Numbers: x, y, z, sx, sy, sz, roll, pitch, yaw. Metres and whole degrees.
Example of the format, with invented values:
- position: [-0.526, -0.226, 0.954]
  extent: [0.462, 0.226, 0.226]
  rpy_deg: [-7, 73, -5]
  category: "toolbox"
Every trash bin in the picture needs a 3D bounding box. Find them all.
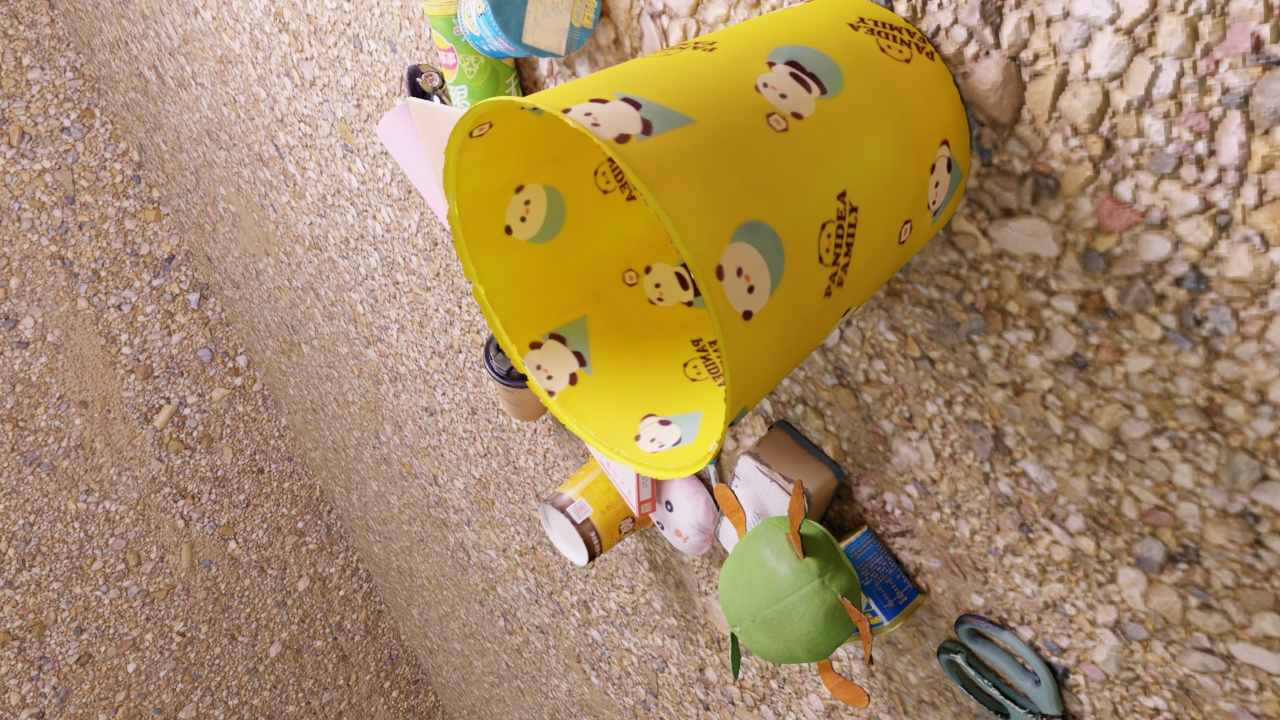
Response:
- position: [0.051, -0.092, 0.562]
  extent: [0.230, 0.254, 0.230]
  rpy_deg: [36, 145, 31]
  category: "trash bin"

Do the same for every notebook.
- position: [-0.172, -0.158, 0.931]
  extent: [0.148, 0.008, 0.208]
  rpy_deg: [29, 141, 49]
  category: "notebook"

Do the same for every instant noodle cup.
- position: [-0.053, 0.181, 1.130]
  extent: [0.118, 0.114, 0.119]
  rpy_deg: [36, 144, 31]
  category: "instant noodle cup"
- position: [-0.101, -0.294, 0.759]
  extent: [0.110, 0.099, 0.099]
  rpy_deg: [18, 134, 60]
  category: "instant noodle cup"

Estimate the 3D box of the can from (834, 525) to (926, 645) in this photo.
- position: [0.198, 0.206, 0.845]
  extent: [0.083, 0.057, 0.102]
  rpy_deg: [54, 150, 9]
  category: "can"

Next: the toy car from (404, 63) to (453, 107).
- position: [-0.199, -0.253, 0.985]
  extent: [0.158, 0.042, 0.070]
  rpy_deg: [52, 150, 5]
  category: "toy car"

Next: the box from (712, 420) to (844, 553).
- position: [0.128, 0.137, 0.878]
  extent: [0.090, 0.060, 0.185]
  rpy_deg: [42, 146, 22]
  category: "box"

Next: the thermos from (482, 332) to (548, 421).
- position: [-0.144, 0.017, 1.132]
  extent: [0.093, 0.092, 0.143]
  rpy_deg: [44, 155, 20]
  category: "thermos"

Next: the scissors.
- position: [0.329, 0.277, 0.760]
  extent: [0.180, 0.019, 0.144]
  rpy_deg: [33, 143, 38]
  category: "scissors"

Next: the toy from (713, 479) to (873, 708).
- position: [0.130, 0.203, 0.801]
  extent: [0.227, 0.089, 0.247]
  rpy_deg: [60, 156, 16]
  category: "toy"

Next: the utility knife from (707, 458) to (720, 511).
- position: [0.065, 0.078, 0.951]
  extent: [0.034, 0.018, 0.218]
  rpy_deg: [36, 147, 52]
  category: "utility knife"

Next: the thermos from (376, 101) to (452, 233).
- position: [-0.215, -0.198, 1.050]
  extent: [0.198, 0.067, 0.087]
  rpy_deg: [51, -178, 5]
  category: "thermos"

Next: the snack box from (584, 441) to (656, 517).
- position: [-0.026, 0.101, 1.041]
  extent: [0.156, 0.027, 0.077]
  rpy_deg: [-132, 35, -52]
  category: "snack box"

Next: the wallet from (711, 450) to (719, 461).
- position: [0.003, 0.062, 0.932]
  extent: [0.119, 0.035, 0.131]
  rpy_deg: [33, 173, -23]
  category: "wallet"

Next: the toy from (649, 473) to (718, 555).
- position: [0.031, 0.148, 1.041]
  extent: [0.159, 0.054, 0.122]
  rpy_deg: [51, 151, 24]
  category: "toy"

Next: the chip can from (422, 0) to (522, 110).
- position: [-0.146, -0.243, 0.887]
  extent: [0.073, 0.072, 0.221]
  rpy_deg: [27, 140, 41]
  category: "chip can"
